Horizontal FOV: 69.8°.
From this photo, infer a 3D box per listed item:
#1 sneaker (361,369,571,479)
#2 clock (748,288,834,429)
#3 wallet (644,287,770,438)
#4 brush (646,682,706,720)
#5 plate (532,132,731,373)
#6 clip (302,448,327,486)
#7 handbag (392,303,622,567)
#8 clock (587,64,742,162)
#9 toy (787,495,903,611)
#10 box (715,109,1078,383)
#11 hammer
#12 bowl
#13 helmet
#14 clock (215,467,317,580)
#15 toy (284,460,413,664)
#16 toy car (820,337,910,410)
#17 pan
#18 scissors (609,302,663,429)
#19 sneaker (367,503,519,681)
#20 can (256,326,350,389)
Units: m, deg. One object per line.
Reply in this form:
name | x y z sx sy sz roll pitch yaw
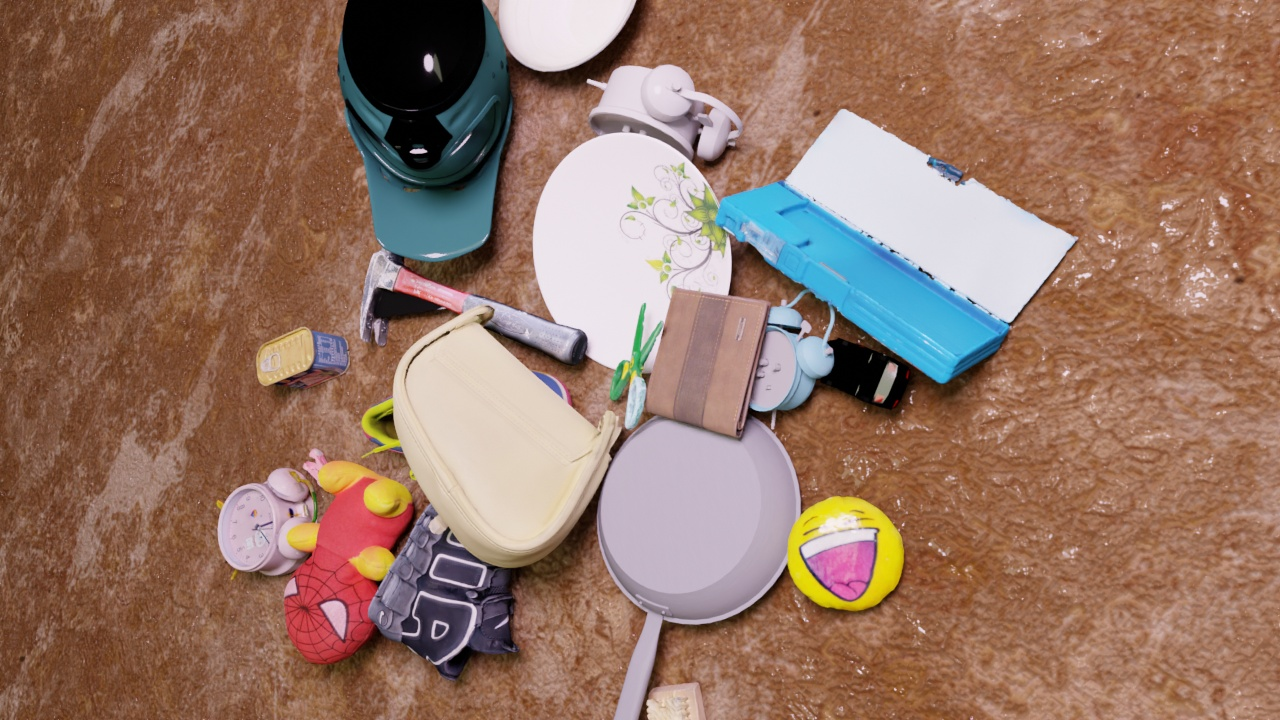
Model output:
sneaker | -0.186 0.062 0.950 0.242 0.091 0.116 -10 75 28
clock | 0.126 -0.007 0.789 0.123 0.042 0.087 -61 40 25
wallet | 0.058 -0.001 0.810 0.099 0.027 0.121 13 88 36
brush | 0.034 0.348 0.809 0.049 0.039 0.117 -16 71 27
plate | -0.007 -0.102 0.888 0.230 0.030 0.229 10 108 33
clip | -0.386 0.134 1.098 0.044 0.023 0.060 -40 63 24
handbag | -0.138 0.069 0.860 0.233 0.089 0.190 42 60 12
clock | 0.022 -0.225 0.858 0.159 0.119 0.061 16 82 41
toy | 0.168 0.159 0.755 0.095 0.041 0.094 -16 77 13
box | 0.205 -0.095 0.770 0.170 0.070 0.243 -40 60 -16
hammer | -0.188 -0.050 0.992 0.326 0.036 0.140 20 92 34
bowl | -0.062 -0.377 0.960 0.177 0.057 0.176 -5 80 30
helmet | -0.222 -0.257 0.955 0.176 0.201 0.274 -3 60 -7
clock | -0.437 0.194 1.097 0.158 0.058 0.116 -24 72 25
toy | -0.319 0.225 1.001 0.148 0.098 0.216 16 90 42
toy car | 0.187 0.011 0.771 0.092 0.036 0.042 29 101 54
pan | 0.018 0.205 0.815 0.201 0.050 0.356 15 80 32
scissors | -0.004 0.008 0.850 0.126 0.011 0.130 121 154 -46
sneaker | -0.157 0.218 0.914 0.151 0.097 0.253 42 105 22
can | -0.407 -0.001 1.108 0.100 0.059 0.054 -18 74 27
